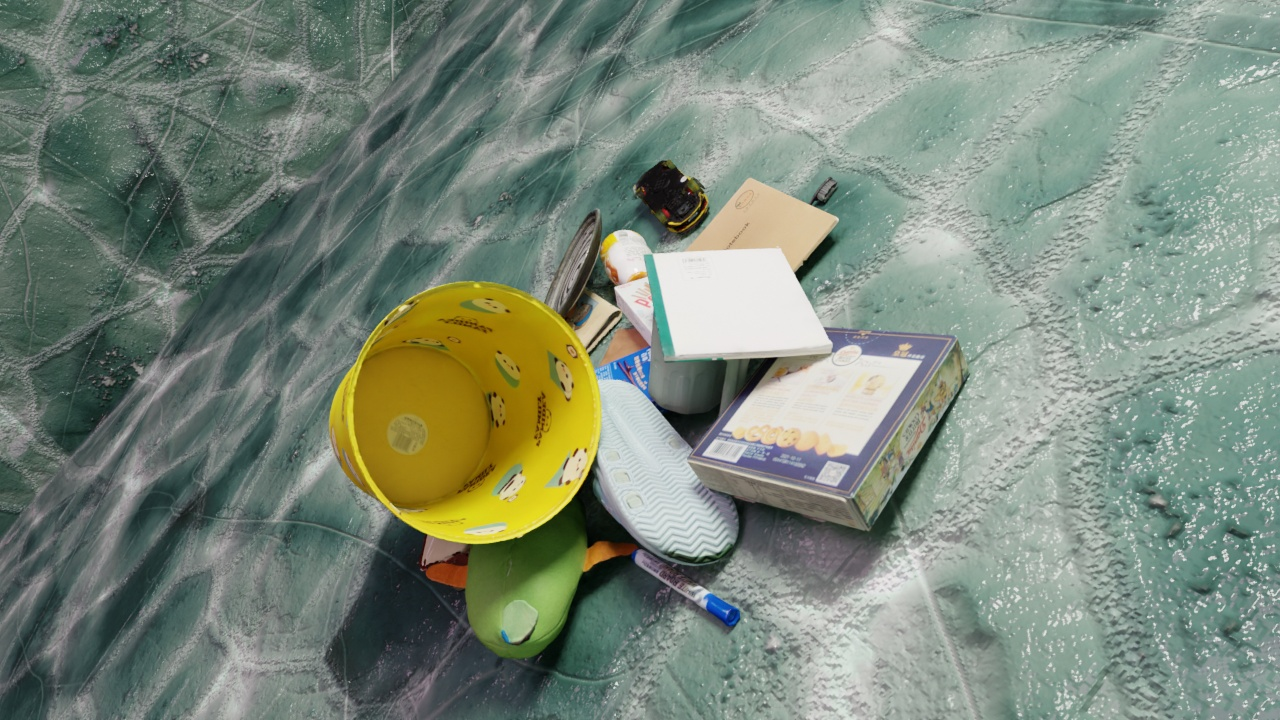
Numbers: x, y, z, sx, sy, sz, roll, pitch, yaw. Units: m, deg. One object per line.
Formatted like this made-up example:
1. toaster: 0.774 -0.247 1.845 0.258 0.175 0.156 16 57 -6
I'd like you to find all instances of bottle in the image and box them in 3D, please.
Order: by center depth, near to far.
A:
1. bottle: -0.013 -0.119 1.153 0.063 0.063 0.108 -41 34 11

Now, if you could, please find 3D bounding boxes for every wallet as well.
1. wallet: -0.006 0.006 1.065 0.115 0.020 0.101 1 57 45
2. wallet: -0.077 -0.048 1.194 0.087 0.024 0.115 -46 34 -5

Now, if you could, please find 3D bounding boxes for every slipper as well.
1. slipper: -0.002 0.109 0.883 0.245 0.103 0.074 53 143 42

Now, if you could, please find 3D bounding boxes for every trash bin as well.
1. trash bin: -0.195 0.057 0.909 0.256 0.229 0.229 -12 46 62

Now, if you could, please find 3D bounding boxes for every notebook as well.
1. notebook: 0.085 -0.060 0.886 0.150 0.012 0.208 -3 32 -4
2. notebook: 0.123 -0.130 1.046 0.148 0.008 0.207 -49 30 4

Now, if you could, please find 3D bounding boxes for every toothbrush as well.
1. toothbrush: 0.163 -0.127 1.014 0.016 0.014 0.189 31 81 30

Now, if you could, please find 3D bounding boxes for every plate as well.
1. plate: -0.086 -0.113 1.194 0.180 0.024 0.179 -58 17 29

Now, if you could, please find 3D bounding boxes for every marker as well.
1. marker: 0.037 0.201 0.826 0.146 0.017 0.017 19 71 54

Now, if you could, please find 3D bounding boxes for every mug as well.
1. mug: 0.060 0.001 0.907 0.083 0.104 0.124 -16 41 -28

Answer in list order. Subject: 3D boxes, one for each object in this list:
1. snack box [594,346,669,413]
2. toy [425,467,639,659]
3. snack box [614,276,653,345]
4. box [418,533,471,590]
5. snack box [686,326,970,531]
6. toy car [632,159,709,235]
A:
1. snack box: -0.041 0.044 1.003 0.157 0.026 0.084 -22 41 9
2. toy: -0.112 0.193 0.924 0.227 0.090 0.246 -13 37 16
3. snack box: 0.035 -0.055 1.040 0.084 0.027 0.156 -19 33 -12
4. box: -0.200 0.169 1.067 0.092 0.076 0.168 -27 40 29
5. snack box: 0.158 0.048 0.786 0.178 0.046 0.182 8 49 50
6. toy car: 0.041 -0.219 1.211 0.071 0.041 0.155 -44 36 7
